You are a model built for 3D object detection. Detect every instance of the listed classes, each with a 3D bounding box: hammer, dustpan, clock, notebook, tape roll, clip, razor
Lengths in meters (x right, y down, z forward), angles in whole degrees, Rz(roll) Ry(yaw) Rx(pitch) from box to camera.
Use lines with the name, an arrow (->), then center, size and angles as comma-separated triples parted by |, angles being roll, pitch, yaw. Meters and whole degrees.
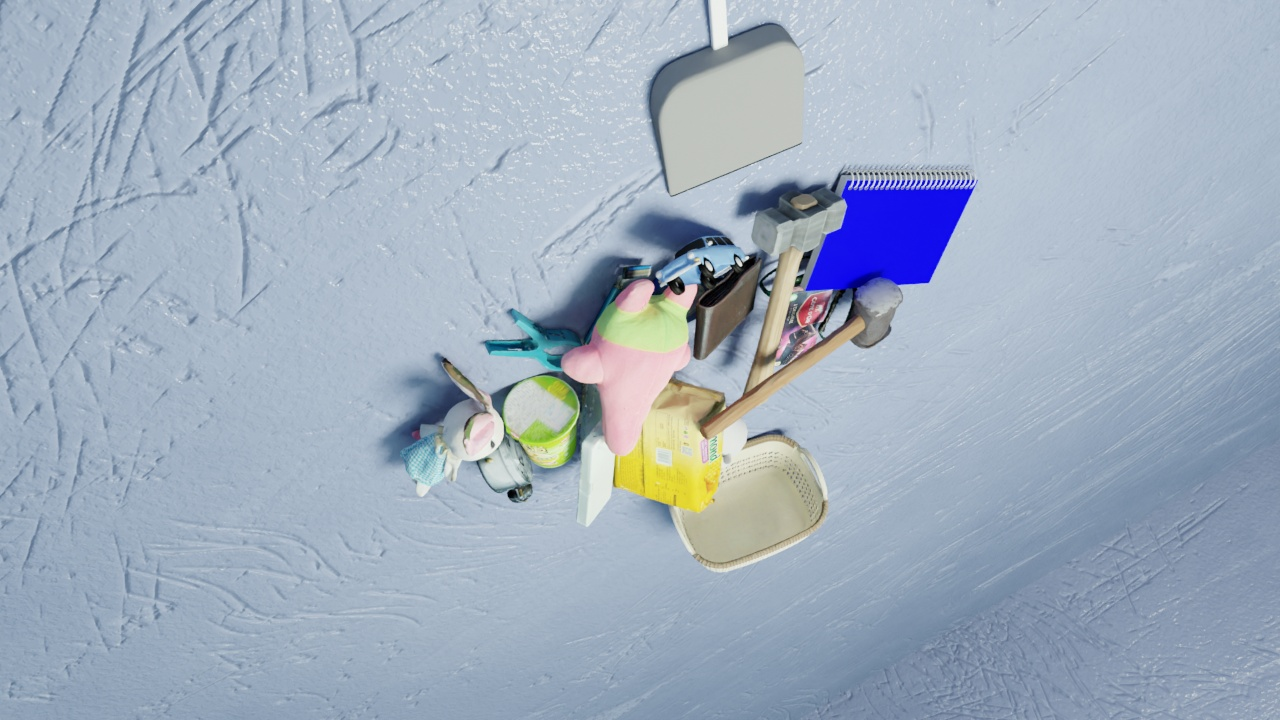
hammer -> 0.175, -0.066, 1.173 | 0.117, 0.051, 0.324 | -24, 140, -31
dustpan -> 0.087, -0.285, 0.927 | 0.163, 0.033, 0.258 | -23, 152, -4
hammer -> 0.210, 0.004, 1.198 | 0.327, 0.052, 0.098 | -33, 154, -16
clock -> -0.178, 0.139, 1.237 | 0.052, 0.090, 0.129 | -24, 140, 7
notebook -> 0.323, -0.169, 1.188 | 0.208, 0.022, 0.172 | -5, 131, -25
tape roll -> 0.050, -0.081, 1.159 | 0.091, 0.016, 0.093 | 0, 136, -30
clip -> -0.115, -0.031, 1.122 | 0.113, 0.028, 0.126 | -39, 141, 20
razor -> -0.037, -0.068, 1.124 | 0.042, 0.022, 0.144 | -9, 147, -41

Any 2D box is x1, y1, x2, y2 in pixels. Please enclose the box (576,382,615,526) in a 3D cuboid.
box -> -0.069, 0.126, 1.252 | 0.075, 0.125, 0.198 | -13, 142, -17

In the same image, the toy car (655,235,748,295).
toy car -> 0.071, -0.114, 1.063 | 0.056, 0.055, 0.153 | -29, 174, 30

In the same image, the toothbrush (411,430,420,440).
toothbrush -> -0.250, 0.115, 1.227 | 0.021, 0.016, 0.135 | -39, 137, 21

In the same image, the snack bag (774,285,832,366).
snack bag -> 0.223, -0.050, 1.297 | 0.074, 0.018, 0.155 | -13, 140, -17

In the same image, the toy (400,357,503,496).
toy -> -0.225, 0.106, 1.143 | 0.105, 0.131, 0.206 | 6, 137, -36

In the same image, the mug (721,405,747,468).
mug -> 0.108, 0.111, 1.355 | 0.074, 0.105, 0.089 | -26, 145, 22

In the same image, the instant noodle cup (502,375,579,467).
instant noodle cup -> -0.124, 0.088, 1.209 | 0.099, 0.098, 0.108 | -20, 151, -8

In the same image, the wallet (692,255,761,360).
wallet -> 0.111, -0.067, 1.166 | 0.119, 0.031, 0.100 | -42, 153, -31

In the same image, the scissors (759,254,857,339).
scissors -> 0.255, -0.094, 1.241 | 0.201, 0.015, 0.204 | -22, 132, -9

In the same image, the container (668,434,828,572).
container -> 0.173, 0.241, 1.498 | 0.246, 0.184, 0.143 | -21, 154, -4

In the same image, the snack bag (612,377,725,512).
snack bag -> 0.032, 0.117, 1.270 | 0.160, 0.068, 0.248 | 13, 137, 14

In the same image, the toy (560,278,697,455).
toy -> -0.007, 0.007, 1.116 | 0.191, 0.097, 0.237 | -3, 116, -38
